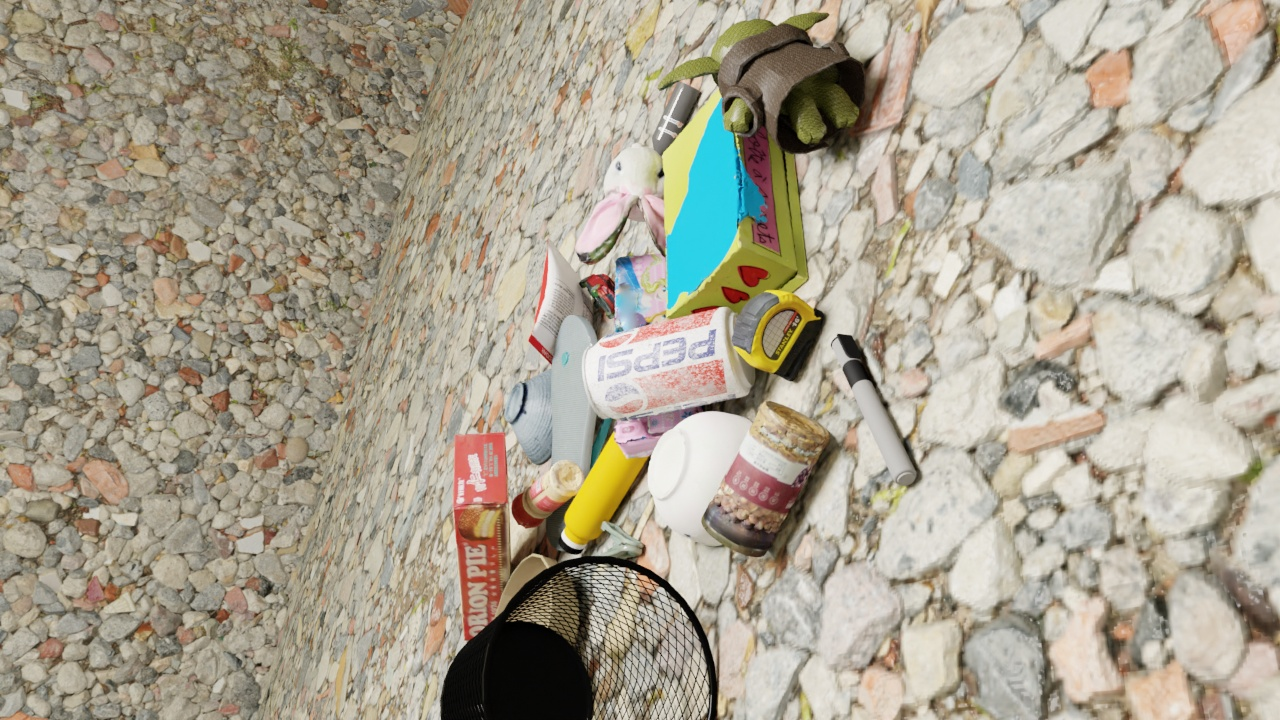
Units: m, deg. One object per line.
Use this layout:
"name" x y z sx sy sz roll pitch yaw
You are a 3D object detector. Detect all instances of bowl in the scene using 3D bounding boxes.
"bowl" 0.048 0.094 0.769 0.114 0.063 0.113 -45 35 44
"bowl" -0.104 0.283 0.957 0.153 0.050 0.152 -45 34 43
"bowl" -0.139 0.062 1.188 0.137 0.057 0.136 -45 35 43

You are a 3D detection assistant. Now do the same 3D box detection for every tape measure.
"tape measure" 0.106 -0.024 0.733 0.065 0.064 0.037 -67 26 4

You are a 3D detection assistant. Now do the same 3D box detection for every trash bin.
"trash bin" -0.068 0.274 0.754 0.211 0.184 0.183 138 144 -56

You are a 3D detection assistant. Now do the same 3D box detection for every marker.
"marker" 0.160 0.031 0.638 0.016 0.016 0.140 -55 29 30

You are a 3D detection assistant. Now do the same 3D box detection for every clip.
"clip" -0.020 0.181 0.895 0.076 0.023 0.059 -17 58 63

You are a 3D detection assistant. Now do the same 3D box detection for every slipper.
"slipper" -0.062 0.080 1.038 0.098 0.054 0.268 -13 71 59

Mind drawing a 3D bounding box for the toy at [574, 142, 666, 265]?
"toy" 0.013 -0.187 0.984 0.204 0.131 0.106 -65 -24 -56

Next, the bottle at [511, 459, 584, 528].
"bottle" -0.101 0.146 0.999 0.109 0.044 0.044 -43 36 46

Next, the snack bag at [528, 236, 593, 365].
"snack bag" -0.093 -0.056 1.125 0.039 0.131 0.143 -5 61 22

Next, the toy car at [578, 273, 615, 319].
"toy car" -0.045 -0.081 1.118 0.036 0.042 0.091 -35 22 0

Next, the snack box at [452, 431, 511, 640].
"snack box" -0.179 0.204 1.051 0.113 0.060 0.237 -103 14 -50

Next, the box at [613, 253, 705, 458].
"box" 0.014 -0.017 0.898 0.085 0.053 0.229 -14 49 16

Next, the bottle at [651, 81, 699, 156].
"bottle" 0.034 -0.280 1.113 0.113 0.030 0.030 -64 25 13

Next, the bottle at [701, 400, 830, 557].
"bottle" 0.093 0.088 0.686 0.105 0.056 0.056 -64 25 13

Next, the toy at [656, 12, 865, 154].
"toy" 0.121 -0.240 0.793 0.152 0.179 0.078 50 161 39

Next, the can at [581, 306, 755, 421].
"can" 0.025 0.005 0.795 0.136 0.078 0.078 -13 52 18

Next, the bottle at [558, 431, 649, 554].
"bottle" -0.041 0.138 0.942 0.144 0.043 0.043 -60 26 22

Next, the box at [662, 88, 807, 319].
"box" 0.083 -0.139 0.857 0.125 0.080 0.220 -45 37 43
